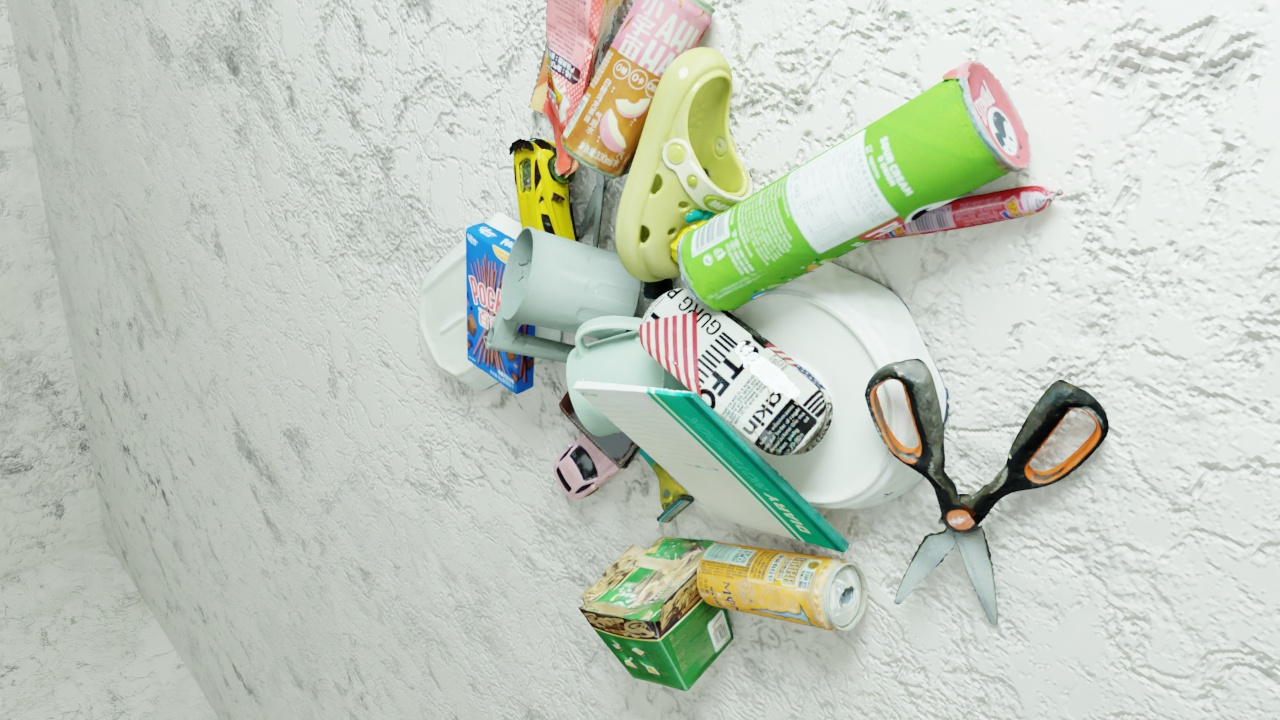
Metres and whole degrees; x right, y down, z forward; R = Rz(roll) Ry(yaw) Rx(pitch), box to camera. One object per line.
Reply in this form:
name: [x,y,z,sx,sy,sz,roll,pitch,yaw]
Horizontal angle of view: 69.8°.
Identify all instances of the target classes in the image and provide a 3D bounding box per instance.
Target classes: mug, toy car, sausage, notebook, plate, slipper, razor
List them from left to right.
plate: [-0.178,-0.056,1.013,0.267,0.034,0.162,-24,89,49]
toy car: [-0.088,-0.134,0.870,0.071,0.041,0.156,14,118,55]
mug: [-0.071,-0.051,0.826,0.124,0.103,0.083,-63,28,32]
toy car: [-0.054,0.105,0.950,0.056,0.037,0.123,57,137,10]
mug: [-0.005,0.005,0.789,0.106,0.082,0.112,-16,126,24]
razor: [0.002,0.092,0.889,0.132,0.028,0.043,54,126,17]
slipper: [0.040,-0.139,0.706,0.081,0.091,0.191,33,125,30]
notebook: [0.057,0.083,0.735,0.209,0.012,0.151,44,157,-29]
plate: [0.131,0.024,0.711,0.205,0.045,0.205,22,122,40]
sausage: [0.200,-0.095,0.605,0.156,0.020,0.020,-3,104,48]

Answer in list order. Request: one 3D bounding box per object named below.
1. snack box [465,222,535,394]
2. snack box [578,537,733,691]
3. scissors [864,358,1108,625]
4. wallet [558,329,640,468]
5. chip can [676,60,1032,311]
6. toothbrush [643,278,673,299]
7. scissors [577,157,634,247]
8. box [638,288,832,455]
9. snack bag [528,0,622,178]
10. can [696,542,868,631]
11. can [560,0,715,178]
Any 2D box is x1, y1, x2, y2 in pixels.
snack box: [-0.141,-0.051,0.924,0.084,0.026,0.157,31,130,34]
snack box: [0.025,0.247,0.882,0.118,0.118,0.105,-8,113,49]
scissors: [0.227,0.090,0.626,0.224,0.021,0.221,-31,102,35]
wallet: [-0.017,0.030,0.870,0.096,0.020,0.122,44,118,19]
chip can: [0.130,-0.106,0.611,0.237,0.072,0.072,-26,87,41]
toothbrush: [0.008,-0.158,0.779,0.027,0.026,0.213,-129,33,-71]
scissors: [-0.032,-0.164,0.815,0.160,0.014,0.172,3,102,64]
box: [0.077,0.006,0.699,0.163,0.079,0.074,39,96,27]
snack bag: [-0.054,-0.271,0.759,0.128,0.073,0.208,-114,31,-43]
can: [0.118,0.192,0.787,0.146,0.058,0.058,-4,104,48]
can: [-0.004,-0.216,0.704,0.058,0.057,0.147,41,110,27]
